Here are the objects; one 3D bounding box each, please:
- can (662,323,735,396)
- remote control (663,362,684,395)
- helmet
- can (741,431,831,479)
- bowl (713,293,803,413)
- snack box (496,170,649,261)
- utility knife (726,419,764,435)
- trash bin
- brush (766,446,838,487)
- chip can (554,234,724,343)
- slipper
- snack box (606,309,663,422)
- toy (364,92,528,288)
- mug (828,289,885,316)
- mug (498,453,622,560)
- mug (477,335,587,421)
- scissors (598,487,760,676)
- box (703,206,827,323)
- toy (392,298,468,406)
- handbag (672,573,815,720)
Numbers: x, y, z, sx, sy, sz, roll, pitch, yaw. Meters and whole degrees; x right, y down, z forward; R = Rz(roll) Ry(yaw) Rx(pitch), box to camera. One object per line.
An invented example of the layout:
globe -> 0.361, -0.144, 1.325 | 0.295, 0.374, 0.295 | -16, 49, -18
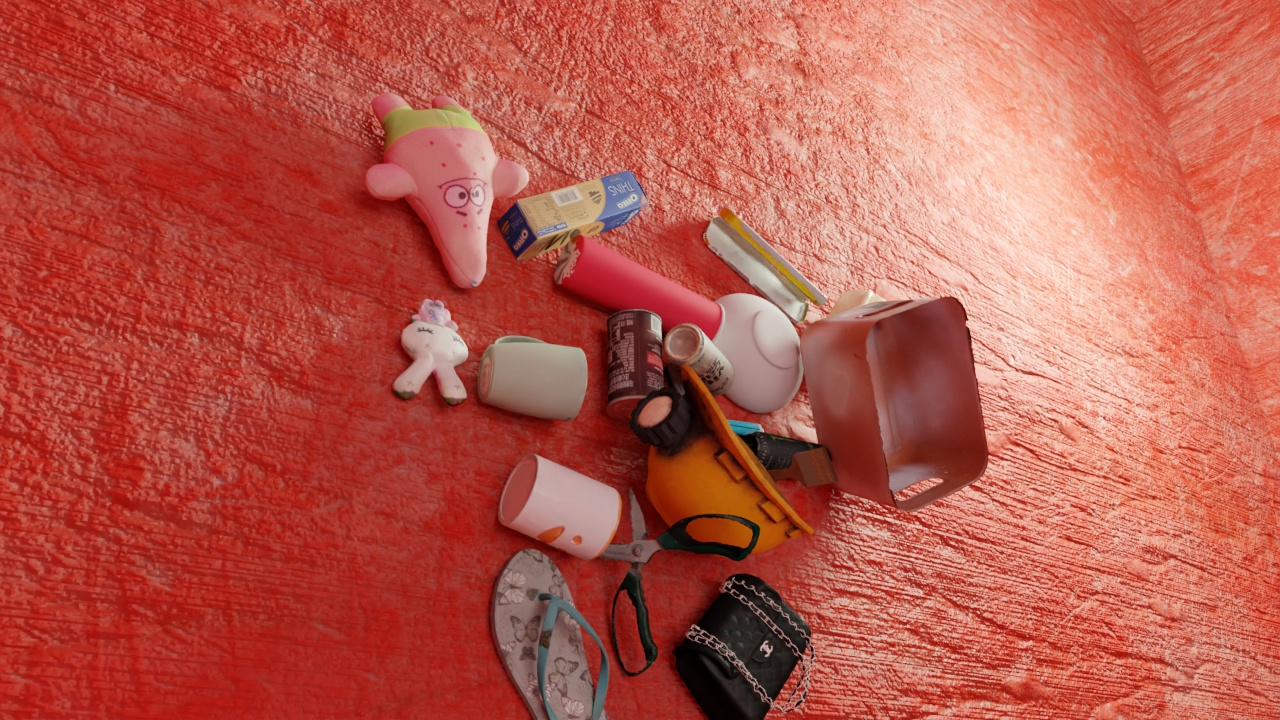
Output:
can -> 0.075, 0.000, 1.151 | 0.135, 0.054, 0.054 | 42, 39, -60
remote control -> 0.066, 0.065, 1.180 | 0.033, 0.013, 0.136 | -14, 78, -44
helmet -> 0.078, 0.141, 1.056 | 0.255, 0.131, 0.205 | 51, 2, -32
can -> 0.194, 0.129, 1.225 | 0.137, 0.054, 0.053 | 14, 60, -34
bowl -> 0.168, -0.019, 1.269 | 0.176, 0.066, 0.176 | 18, 58, -32
snack box -> -0.080, -0.185, 1.159 | 0.206, 0.056, 0.057 | -26, 84, -43
utility knife -> 0.100, 0.085, 1.184 | 0.176, 0.015, 0.022 | 11, 54, -42
trash bin -> 0.340, 0.055, 1.250 | 0.181, 0.158, 0.260 | -18, 100, -27
brush -> 0.182, 0.140, 1.147 | 0.008, 0.143, 0.045 | -23, 92, -42
chip can -> 0.000, -0.084, 1.165 | 0.220, 0.069, 0.069 | 24, 55, -28
slipper -> -0.076, 0.318, 0.914 | 0.098, 0.055, 0.268 | -14, 79, -40
snack box -> -0.007, 0.006, 1.113 | 0.072, 0.072, 0.121 | 17, 58, -32
toy -> -0.217, -0.195, 1.031 | 0.191, 0.097, 0.236 | -12, 84, -33
mug -> 0.322, -0.046, 1.372 | 0.096, 0.120, 0.099 | 23, 57, 18
mug -> -0.085, 0.155, 0.967 | 0.105, 0.083, 0.082 | 28, 54, -25
mug -> -0.124, 0.011, 1.017 | 0.104, 0.084, 0.111 | 8, 35, -23
scissors -> 0.028, 0.237, 0.977 | 0.015, 0.202, 0.203 | 13, 76, -70
box -> 0.187, -0.143, 1.362 | 0.210, 0.070, 0.067 | 39, 29, -18
toy -> -0.219, -0.010, 0.972 | 0.079, 0.038, 0.122 | 10, 60, -28
handbag -> 0.123, 0.319, 1.032 | 0.125, 0.115, 0.153 | 51, 51, -3
